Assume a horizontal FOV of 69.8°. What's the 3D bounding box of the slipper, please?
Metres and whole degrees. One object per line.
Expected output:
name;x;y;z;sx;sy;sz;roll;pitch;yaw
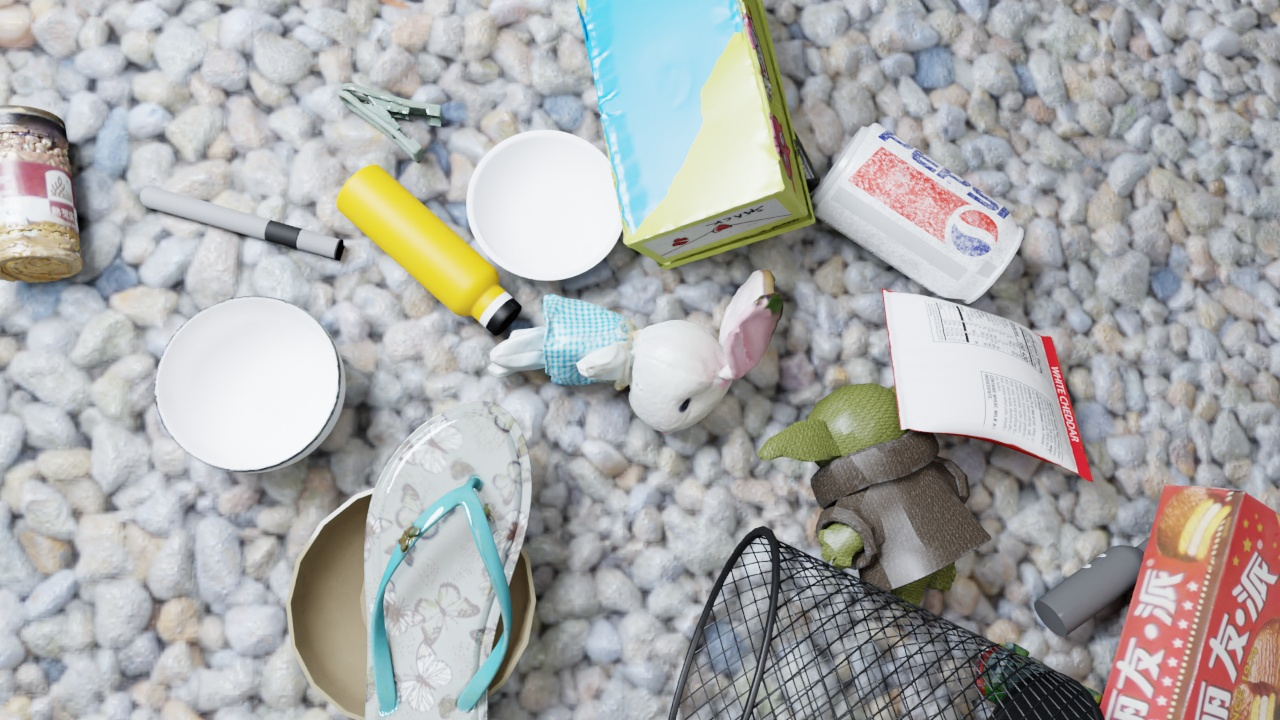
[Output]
slipper;-0.124;0.153;0.544;0.098;0.055;0.268;7;80;-2

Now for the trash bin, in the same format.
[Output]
trash bin;0.140;0.223;0.544;0.210;0.184;0.184;21;78;-2

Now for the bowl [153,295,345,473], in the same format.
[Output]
bowl;-0.248;0.019;0.604;0.113;0.063;0.113;1;79;-6

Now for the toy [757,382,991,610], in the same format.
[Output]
toy;0.167;0.089;0.626;0.179;0.078;0.152;-17;76;-33

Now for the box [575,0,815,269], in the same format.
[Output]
box;0.035;-0.189;0.642;0.125;0.080;0.220;-18;75;22

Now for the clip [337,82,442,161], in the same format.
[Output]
clip;-0.186;-0.181;0.670;0.076;0.023;0.059;25;76;-3

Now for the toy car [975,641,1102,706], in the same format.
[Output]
toy car;0.275;0.230;0.632;0.091;0.036;0.042;30;78;-1

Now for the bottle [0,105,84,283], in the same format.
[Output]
bottle;-0.411;-0.110;0.615;0.056;0.056;0.105;-11;81;-8

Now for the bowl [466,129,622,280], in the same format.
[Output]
bowl;-0.067;-0.105;0.658;0.110;0.041;0.110;1;79;-6

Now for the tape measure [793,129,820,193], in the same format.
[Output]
tape measure;0.091;-0.144;0.684;0.064;0.037;0.065;-25;81;-11

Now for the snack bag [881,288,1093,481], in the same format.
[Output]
snack bag;0.242;0.012;0.645;0.144;0.039;0.130;15;49;-11

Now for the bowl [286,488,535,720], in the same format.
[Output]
bowl;-0.144;0.155;0.595;0.152;0.050;0.152;1;79;-6

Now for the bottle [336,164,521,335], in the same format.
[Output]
bottle;-0.145;-0.075;0.643;0.143;0.043;0.043;41;78;3

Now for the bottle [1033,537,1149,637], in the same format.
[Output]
bottle;0.336;0.154;0.657;0.113;0.030;0.030;-30;84;-11

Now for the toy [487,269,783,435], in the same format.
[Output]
toy;-0.004;0.004;0.622;0.205;0.131;0.106;-6;100;5

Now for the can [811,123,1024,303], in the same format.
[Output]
can;0.200;-0.106;0.668;0.136;0.078;0.078;33;77;1

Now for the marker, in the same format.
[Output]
marker;-0.280;-0.097;0.647;0.140;0.016;0.016;15;78;-3

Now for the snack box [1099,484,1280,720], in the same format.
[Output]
snack box;0.383;0.213;0.620;0.113;0.060;0.236;29;76;-20
